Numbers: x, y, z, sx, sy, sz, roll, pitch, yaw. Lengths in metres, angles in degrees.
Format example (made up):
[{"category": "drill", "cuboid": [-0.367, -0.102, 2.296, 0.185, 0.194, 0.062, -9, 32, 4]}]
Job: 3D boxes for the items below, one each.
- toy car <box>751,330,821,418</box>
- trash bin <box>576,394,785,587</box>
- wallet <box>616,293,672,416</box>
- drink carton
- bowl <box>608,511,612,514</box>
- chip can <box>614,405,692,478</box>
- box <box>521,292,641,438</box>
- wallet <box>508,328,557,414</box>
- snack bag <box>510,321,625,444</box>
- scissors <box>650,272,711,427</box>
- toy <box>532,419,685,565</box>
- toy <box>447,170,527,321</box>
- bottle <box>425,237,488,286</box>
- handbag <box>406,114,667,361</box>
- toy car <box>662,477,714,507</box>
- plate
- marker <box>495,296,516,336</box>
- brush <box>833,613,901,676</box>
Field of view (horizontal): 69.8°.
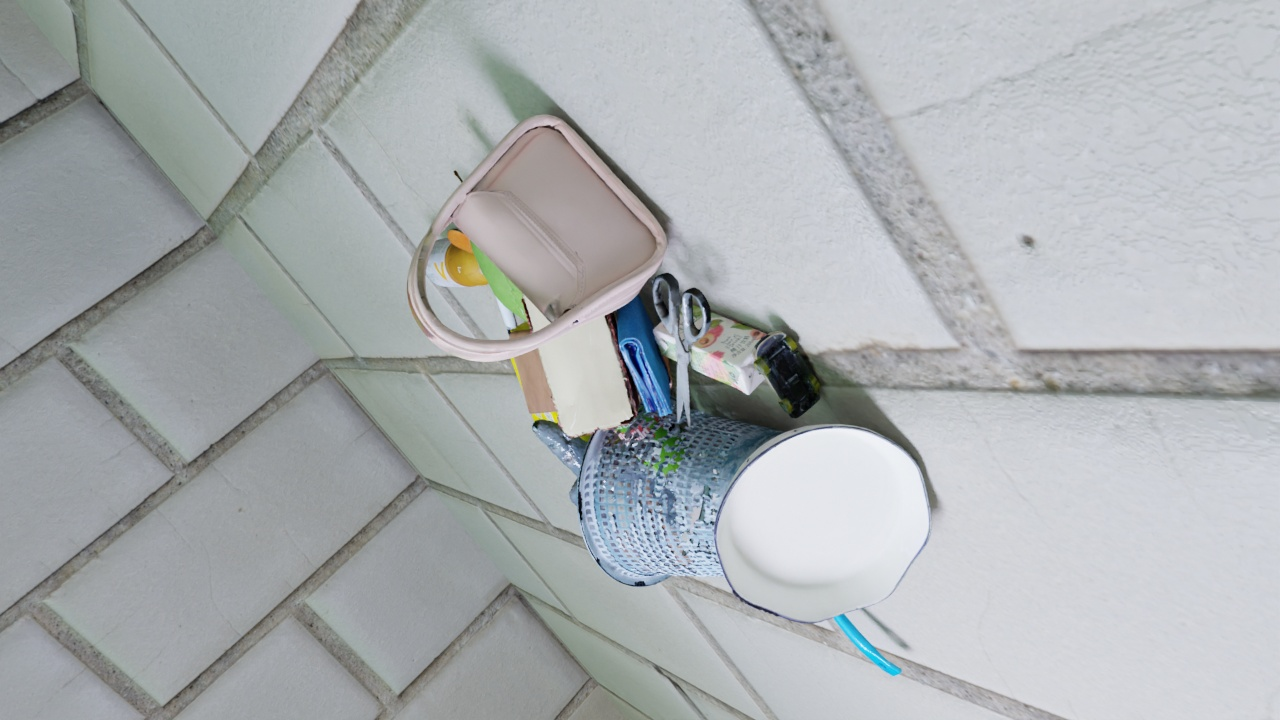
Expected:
[{"category": "toy car", "cuboid": [0.134, 0.012, 0.861, 0.090, 0.042, 0.035, 55, 170, -29]}, {"category": "trash bin", "cuboid": [0.077, 0.148, 1.004, 0.195, 0.225, 0.226, -1, 130, 44]}, {"category": "wallet", "cuboid": [0.003, -0.014, 0.972, 0.132, 0.040, 0.106, -95, -16, -58]}, {"category": "drink carton", "cuboid": [0.075, -0.013, 0.911, 0.123, 0.053, 0.045, 25, 149, 43]}, {"category": "bowl", "cuboid": [-0.036, 0.195, 1.429, 0.113, 0.062, 0.114, 39, 163, 15]}, {"category": "chip can", "cuboid": [-0.019, 0.050, 1.100, 0.072, 0.072, 0.236, 19, 155, 48]}, {"category": "box", "cuboid": [-0.063, -0.009, 0.959, 0.079, 0.091, 0.168, -63, -42, -77]}, {"category": "wallet", "cuboid": [-0.123, 0.012, 1.208, 0.101, 0.020, 0.115, -6, 99, 40]}, {"category": "snack bag", "cuboid": [-0.107, 0.057, 1.324, 0.158, 0.068, 0.247, 33, 155, 29]}, {"category": "scissors", "cuboid": [0.045, -0.002, 0.891, 0.145, 0.014, 0.172, -14, 102, 58]}, {"category": "toy", "cuboid": [-0.014, 0.188, 1.307, 0.138, 0.091, 0.356, -20, 129, 31]}, {"category": "toy", "cuboid": [-0.131, -0.116, 1.056, 0.227, 0.089, 0.247, 23, 153, 21]}, {"category": "bottle", "cuboid": [-0.232, -0.132, 1.229, 0.190, 0.067, 0.068, 7, 136, 56]}, {"category": "handbag", "cuboid": [-0.110, -0.097, 0.859, 0.193, 0.233, 0.094, 45, 156, 4]}, {"category": "toy car", "cuboid": [0.046, 0.139, 1.208, 0.120, 0.054, 0.037, 44, 160, 8]}, {"category": "plate", "cuboid": [0.167, 0.149, 0.863, 0.205, 0.205, 0.045, 56, -172, -20]}, {"category": "marker", "cuboid": [-0.195, -0.071, 1.331, 0.022, 0.018, 0.131, 45, 159, 29]}, {"category": "brush", "cuboid": [0.227, 0.297, 1.153, 0.254, 0.045, 0.083, 46, 154, 16]}]
